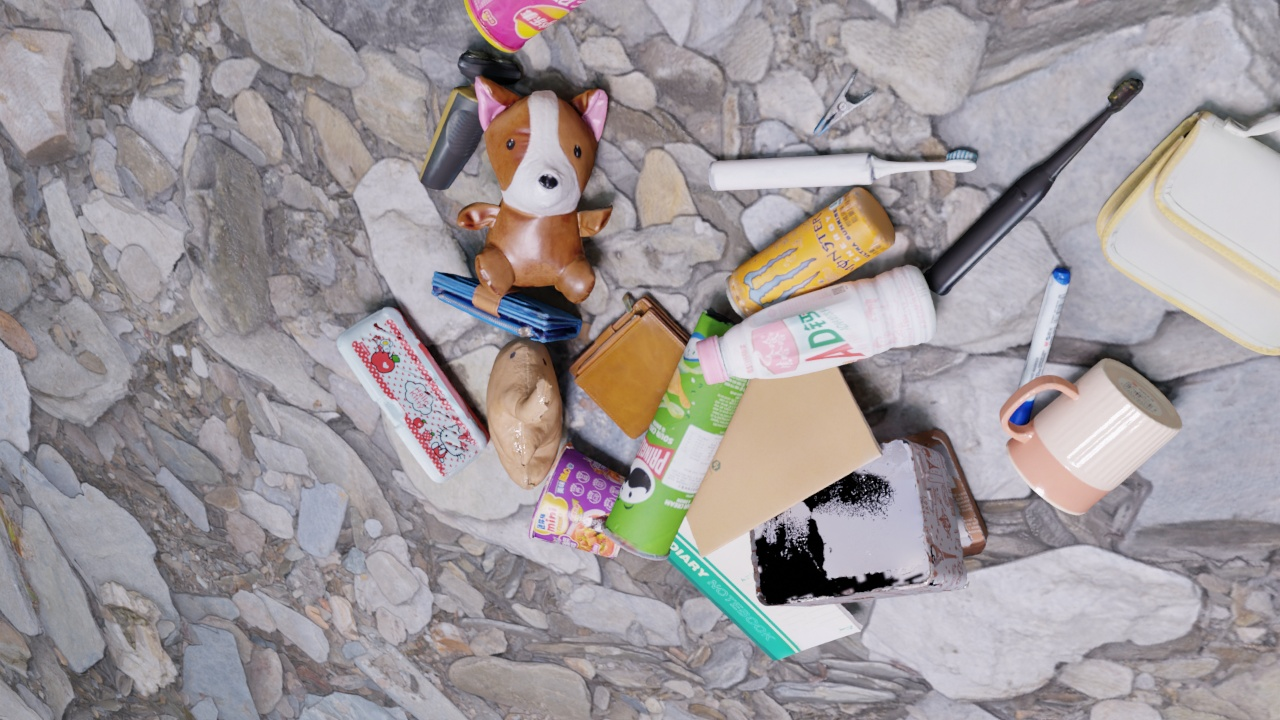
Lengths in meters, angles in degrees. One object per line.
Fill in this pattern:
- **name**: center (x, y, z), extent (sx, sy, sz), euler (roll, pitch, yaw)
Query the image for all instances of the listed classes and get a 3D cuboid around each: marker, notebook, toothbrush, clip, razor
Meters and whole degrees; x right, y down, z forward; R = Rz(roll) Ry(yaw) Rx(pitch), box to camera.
- **marker**: center (0.334, -0.008, 0.770), extent (0.017, 0.016, 0.146), euler (14, 121, 19)
- **notebook**: center (0.117, 0.235, 0.991), extent (0.209, 0.012, 0.151), euler (44, 136, -3)
- **toothbrush**: center (0.164, -0.159, 0.767), extent (0.221, 0.026, 0.027), euler (2, 154, 25)
- **clip**: center (0.164, -0.204, 0.747), extent (0.028, 0.024, 0.057), euler (43, 119, -5)
- **notebook**: center (0.109, 0.074, 0.863), extent (0.208, 0.008, 0.147), euler (-37, 60, 28)
- **razor**: center (-0.174, -0.229, 0.886), extent (0.168, 0.062, 0.067), euler (-49, 59, 41)
- **toothbrush**: center (0.301, -0.131, 0.715), extent (0.213, 0.027, 0.026), euler (-52, 49, 36)

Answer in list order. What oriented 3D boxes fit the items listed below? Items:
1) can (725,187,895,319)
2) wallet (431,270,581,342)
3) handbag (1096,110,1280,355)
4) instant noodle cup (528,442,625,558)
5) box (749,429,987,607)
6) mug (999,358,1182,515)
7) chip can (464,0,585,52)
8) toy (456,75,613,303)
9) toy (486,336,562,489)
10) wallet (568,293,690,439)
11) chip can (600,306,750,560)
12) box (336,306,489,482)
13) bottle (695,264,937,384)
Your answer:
- **can**: center (0.145, -0.087, 0.795), extent (0.146, 0.058, 0.058), euler (-33, 98, 35)
- **wallet**: center (-0.134, -0.056, 0.924), extent (0.133, 0.106, 0.040), euler (21, 96, 15)
- **handbag**: center (0.441, -0.108, 0.643), extent (0.163, 0.063, 0.179), euler (34, 122, 4)
- **instant noodle cup**: center (-0.056, 0.159, 0.998), extent (0.099, 0.111, 0.112), euler (21, 123, 6)
- **box**: center (0.216, 0.154, 0.872), extent (0.182, 0.168, 0.150), euler (-18, 64, 37)
- **mug**: center (0.356, 0.054, 0.748), extent (0.114, 0.081, 0.106), euler (31, 124, -6)
- **chip can**: center (-0.047, -0.335, 0.751), extent (0.211, 0.071, 0.071), euler (-21, 105, 32)
- **toy**: center (-0.095, -0.155, 0.843), extent (0.140, 0.130, 0.200), euler (3, 111, -15)
- **toy**: center (-0.115, 0.040, 0.915), extent (0.082, 0.143, 0.226), euler (-9, 159, -9)
- **wallet**: center (-0.006, 0.005, 0.931), extent (0.119, 0.035, 0.131), euler (47, 124, -3)
- **chip can**: center (0.043, 0.069, 0.865), extent (0.072, 0.072, 0.236), euler (26, 98, 11)
- **box**: center (-0.263, 0.043, 1.038), extent (0.096, 0.099, 0.201), euler (-28, 100, 33)
- **bottle**: center (0.146, -0.025, 0.783), extent (0.197, 0.068, 0.068), euler (-15, 109, 8)
